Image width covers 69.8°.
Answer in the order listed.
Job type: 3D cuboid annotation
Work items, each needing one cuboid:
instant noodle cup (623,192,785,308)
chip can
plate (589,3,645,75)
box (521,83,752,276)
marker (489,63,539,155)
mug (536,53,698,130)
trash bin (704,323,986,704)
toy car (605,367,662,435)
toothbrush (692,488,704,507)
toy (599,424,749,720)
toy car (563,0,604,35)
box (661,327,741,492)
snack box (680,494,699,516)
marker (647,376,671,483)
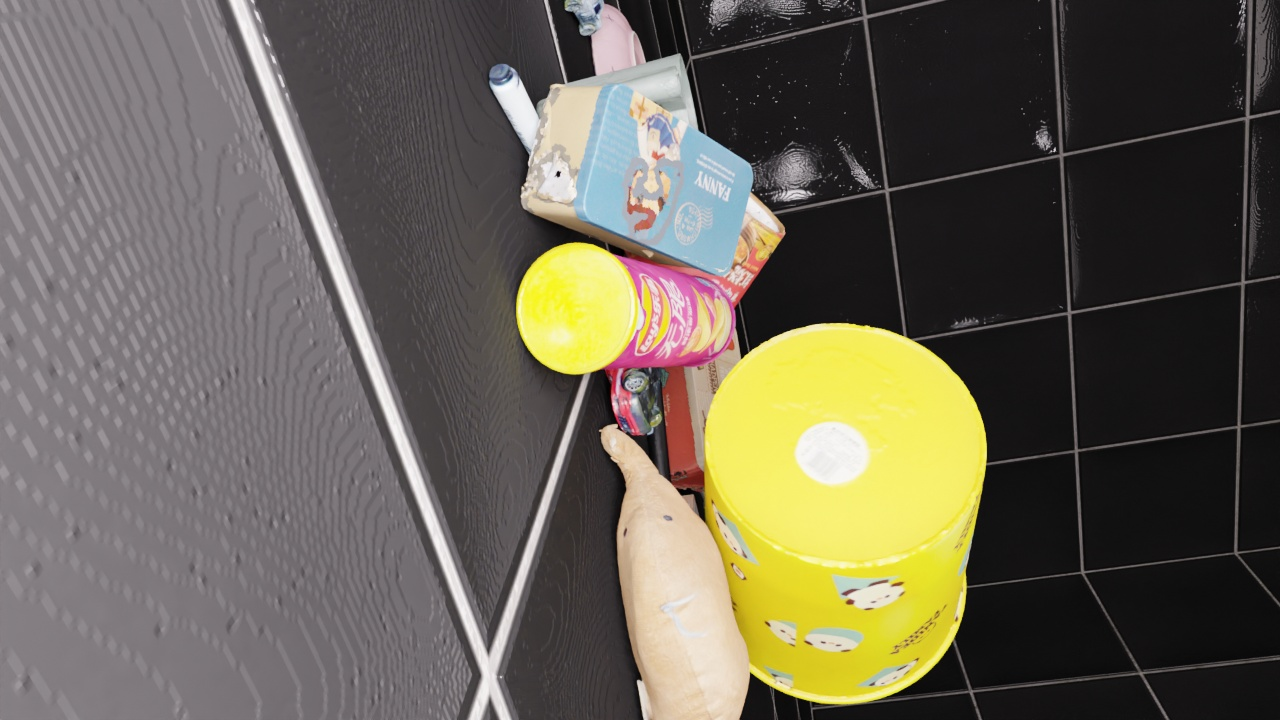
[{"bbox_3d":[0.065,-0.119,0.895,0.138,0.109,0.137,34,21,-15],"label":"instant noodle cup"},{"bbox_3d":[0.001,-0.029,0.591,0.210,0.071,0.071,-2,82,-69],"label":"chip can"},{"bbox_3d":[-0.012,-0.294,1.005,0.192,0.039,0.192,-9,89,-81],"label":"plate"},{"bbox_3d":[0.007,-0.114,0.611,0.184,0.060,0.090,11,93,-50],"label":"box"},{"bbox_3d":[-0.066,-0.141,0.586,0.018,0.022,0.131,-56,158,-12],"label":"marker"},{"bbox_3d":[-0.014,-0.181,0.682,0.124,0.103,0.083,6,74,-79],"label":"mug"},{"bbox_3d":[0.151,0.118,0.707,0.256,0.230,0.229,76,9,-56],"label":"trash bin"},{"bbox_3d":[-0.004,0.004,0.724,0.053,0.045,0.120,68,21,-43],"label":"toy car"},{"bbox_3d":[0.060,0.122,1.032,0.225,0.026,0.027,66,6,-54],"label":"toothbrush"},{"bbox_3d":[0.021,0.153,0.637,0.143,0.082,0.226,-165,-118,-84],"label":"toy"},{"bbox_3d":[-0.051,-0.334,0.841,0.090,0.034,0.043,28,50,-80],"label":"toy car"},{"bbox_3d":[0.053,0.042,0.908,0.091,0.077,0.168,16,60,-45],"label":"box"},{"bbox_3d":[0.046,0.208,0.862,0.157,0.026,0.084,-84,162,-58],"label":"snack box"},{"bbox_3d":[0.015,0.061,0.852,0.022,0.020,0.132,22,56,-53],"label":"marker"}]
